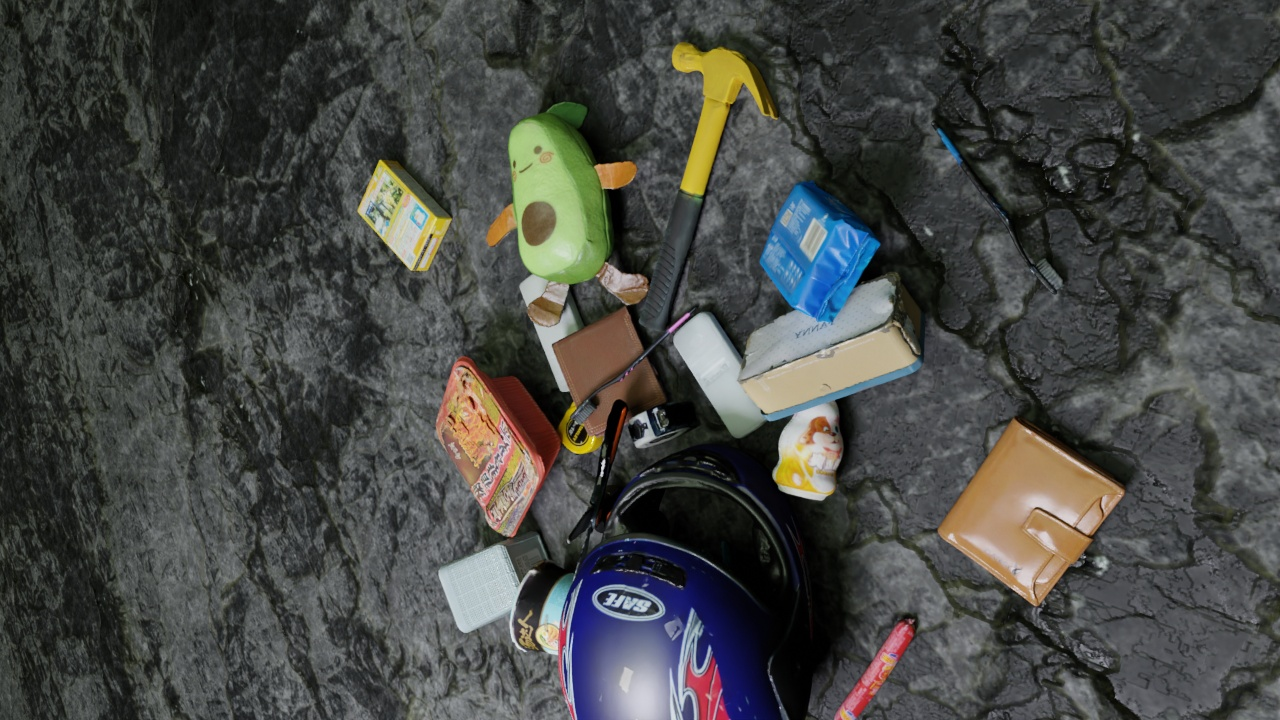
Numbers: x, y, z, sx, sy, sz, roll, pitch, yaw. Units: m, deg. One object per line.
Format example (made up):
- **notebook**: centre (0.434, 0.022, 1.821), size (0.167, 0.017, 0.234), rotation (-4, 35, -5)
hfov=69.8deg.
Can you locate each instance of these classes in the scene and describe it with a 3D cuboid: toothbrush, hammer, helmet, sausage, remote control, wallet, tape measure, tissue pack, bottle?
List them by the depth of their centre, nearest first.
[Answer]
- **wallet**: centre (0.337, 0.131, 0.797), size (0.108, 0.031, 0.132), rotation (39, 117, 28)
- **toothbrush**: centre (0.309, -0.137, 0.798), size (0.016, 0.014, 0.189), rotation (-39, 72, 31)
- **tissue pack**: centre (0.164, -0.103, 0.854), size (0.095, 0.052, 0.157), rotation (-63, 21, 22)
- **helmet**: centre (0.038, 0.256, 0.880), size (0.248, 0.239, 0.315), rotation (1, 100, 28)
- **bottle**: centre (0.167, 0.079, 0.893), size (0.063, 0.063, 0.108), rotation (10, 86, 35)
- **sausage**: centre (0.229, 0.310, 0.899), size (0.020, 0.020, 0.156), rotation (37, 115, 27)
- **hammer**: centre (0.054, -0.175, 0.967), size (0.129, 0.032, 0.301), rotation (27, 110, 32)
- **remote control**: centre (0.087, 0.015, 0.969), size (0.056, 0.020, 0.136), rotation (-42, 71, 32)
- **tape measure**: centre (0.020, 0.070, 0.995), size (0.066, 0.065, 0.033), rotation (-28, 74, 32)
- **toothbrush**: centre (-0.006, 0.006, 1.006), size (0.189, 0.014, 0.018), rotation (-42, 90, 10)
- **wallet**: centre (-0.034, 0.013, 1.037), size (0.101, 0.032, 0.124), rotation (-26, 80, 13)
- **tape measure**: centre (-0.067, 0.081, 1.082), size (0.057, 0.028, 0.060), rotation (42, 116, 26)
- **remote control**: centre (-0.095, -0.038, 1.093), size (0.058, 0.021, 0.150), rotation (-27, 79, 29)

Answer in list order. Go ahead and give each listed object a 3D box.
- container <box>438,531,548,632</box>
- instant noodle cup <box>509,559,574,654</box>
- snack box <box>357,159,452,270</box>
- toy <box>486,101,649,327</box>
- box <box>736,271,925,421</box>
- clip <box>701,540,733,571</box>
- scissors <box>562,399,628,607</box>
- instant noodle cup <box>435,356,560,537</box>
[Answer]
- **container**: centre (-0.174, 0.272, 1.143), size (0.112, 0.089, 0.090), rotation (-30, 78, 32)
- **instant noodle cup**: centre (-0.072, 0.299, 1.066), size (0.121, 0.111, 0.111), rotation (9, 100, 27)
- **snack box**: centre (-0.318, -0.196, 1.232), size (0.140, 0.033, 0.087), rotation (43, 118, 23)
- **toy**: centre (-0.090, -0.167, 1.037), size (0.227, 0.089, 0.246), rotation (-17, 88, 29)
- **box**: centre (0.171, -0.009, 0.858), size (0.185, 0.089, 0.061), rotation (-24, 120, 38)
- **clip**: centre (0.089, 0.225, 0.994), size (0.034, 0.013, 0.054), rotation (-32, 77, 34)
- **scissors**: centre (-0.048, 0.150, 0.972), size (0.022, 0.221, 0.234), rotation (12, 78, 9)
- **instant noodle cup**: centre (-0.169, 0.098, 1.110), size (0.189, 0.078, 0.165), rotation (51, 138, 21)
